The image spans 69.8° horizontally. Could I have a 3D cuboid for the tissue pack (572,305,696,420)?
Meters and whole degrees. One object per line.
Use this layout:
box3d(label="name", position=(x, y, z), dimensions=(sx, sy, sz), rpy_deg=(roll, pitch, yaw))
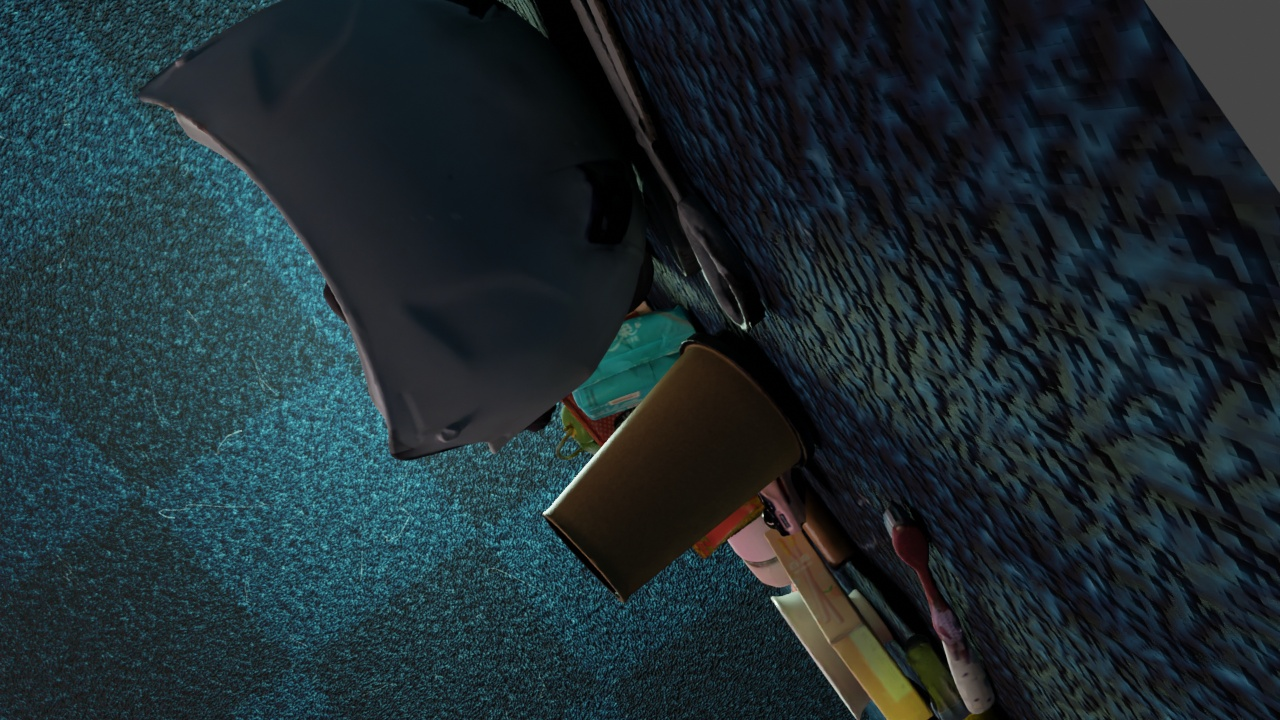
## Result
box3d(label="tissue pack", position=(-0.004, 0.004, 0.661), dimensions=(0.133, 0.093, 0.050), rpy_deg=(81, 170, -81))

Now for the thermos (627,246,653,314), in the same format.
box3d(label="thermos", position=(-0.066, -0.091, 0.681), dimensions=(0.242, 0.090, 0.068), rpy_deg=(-129, 20, -64))

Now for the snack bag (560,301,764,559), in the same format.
box3d(label="snack bag", position=(0.021, 0.054, 0.753), dimensions=(0.208, 0.128, 0.073), rpy_deg=(49, 145, 13))

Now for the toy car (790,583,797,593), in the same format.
box3d(label="toy car", position=(0.183, 0.249, 0.902), dimensions=(0.045, 0.053, 0.120), rpy_deg=(58, 178, -17))

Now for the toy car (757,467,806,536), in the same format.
box3d(label="toy car", position=(0.077, 0.057, 0.581), dimensions=(0.056, 0.037, 0.122), rpy_deg=(60, -173, -38))

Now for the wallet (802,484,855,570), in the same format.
box3d(label="wallet", position=(0.117, 0.107, 0.667), dimensions=(0.101, 0.020, 0.115), rpy_deg=(56, -179, 20))

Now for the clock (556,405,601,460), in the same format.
box3d(label="clock", position=(-0.025, 0.048, 0.958), dimensions=(0.056, 0.161, 0.116), rpy_deg=(45, 174, 21))

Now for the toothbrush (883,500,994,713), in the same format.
box3d(label="toothbrush", position=(0.142, 0.123, 0.430), dimensions=(0.187, 0.016, 0.017), rpy_deg=(57, -175, -40))

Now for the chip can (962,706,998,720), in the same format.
box3d(label="chip can", position=(0.224, 0.290, 0.469), dimensions=(0.216, 0.073, 0.073), rpy_deg=(54, 177, 23))

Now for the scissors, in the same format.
box3d(label="scissors", position=(0.003, -0.083, 0.359), dimensions=(0.165, 0.014, 0.163), rpy_deg=(55, 176, 1))

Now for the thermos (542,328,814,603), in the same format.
box3d(label="thermos", position=(0.021, 0.054, 0.482), dimensions=(0.093, 0.143, 0.093), rpy_deg=(44, 166, 14))

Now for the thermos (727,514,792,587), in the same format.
box3d(label="thermos", position=(0.101, 0.132, 0.883), dimensions=(0.198, 0.067, 0.087), rpy_deg=(55, -150, -32))

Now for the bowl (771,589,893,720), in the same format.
box3d(label="bowl", position=(0.169, 0.230, 0.766), dimensions=(0.118, 0.064, 0.118), rpy_deg=(54, 177, 3))

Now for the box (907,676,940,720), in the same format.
box3d(label="box", position=(0.232, 0.299, 0.707), dimensions=(0.068, 0.051, 0.164), rpy_deg=(36, -179, -12))

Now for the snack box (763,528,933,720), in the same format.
box3d(label="snack box", position=(0.134, 0.172, 0.617), dimensions=(0.084, 0.026, 0.157), rpy_deg=(53, -178, -15))

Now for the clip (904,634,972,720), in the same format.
box3d(label="clip", position=(0.181, 0.194, 0.560), dimensions=(0.058, 0.026, 0.038), rpy_deg=(59, -175, 1))

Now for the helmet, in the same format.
box3d(label="helmet", position=(-0.081, -0.082, 0.441), dimensions=(0.229, 0.146, 0.258), rpy_deg=(57, -174, 1))

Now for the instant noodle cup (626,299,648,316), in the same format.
box3d(label="instant noodle cup", position=(-0.054, -0.049, 0.883), dimensions=(0.117, 0.116, 0.124), rpy_deg=(59, -174, -60))
